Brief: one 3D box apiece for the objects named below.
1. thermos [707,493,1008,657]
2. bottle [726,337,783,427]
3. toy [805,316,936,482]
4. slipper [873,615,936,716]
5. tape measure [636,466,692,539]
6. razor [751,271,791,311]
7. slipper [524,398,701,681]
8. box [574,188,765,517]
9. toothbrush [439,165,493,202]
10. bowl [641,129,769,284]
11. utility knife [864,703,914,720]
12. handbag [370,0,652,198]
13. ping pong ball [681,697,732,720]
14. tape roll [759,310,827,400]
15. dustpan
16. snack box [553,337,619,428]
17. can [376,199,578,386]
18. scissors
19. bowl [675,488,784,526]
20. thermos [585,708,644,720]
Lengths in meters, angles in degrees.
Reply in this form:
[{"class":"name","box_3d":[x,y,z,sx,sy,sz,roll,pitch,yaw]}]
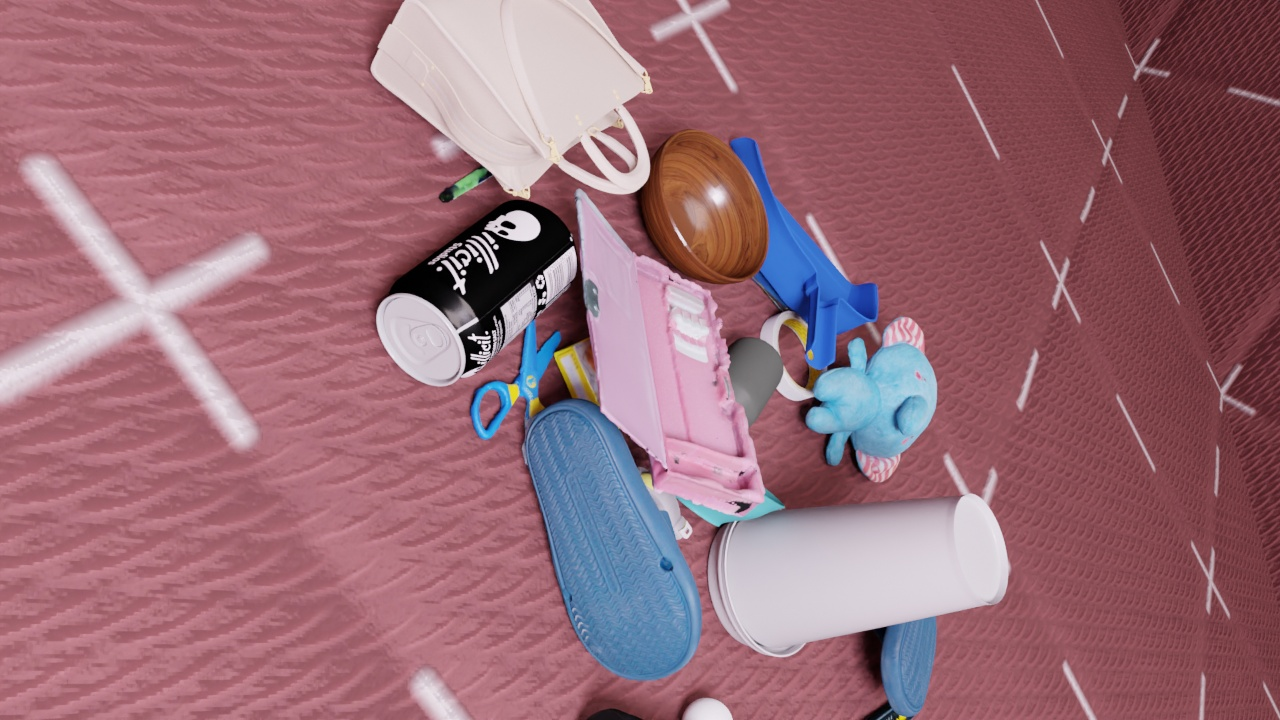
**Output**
[{"class":"thermos","box_3d":[0.174,0.169,0.750,0.131,0.222,0.131,20,60,-40]},{"class":"bottle","box_3d":[0.087,0.028,0.839,0.060,0.060,0.108,56,43,-15]},{"class":"toy","box_3d":[0.249,0.045,0.961,0.180,0.115,0.183,2,104,-44]},{"class":"slipper","box_3d":[0.263,0.269,0.931,0.104,0.059,0.213,64,29,-19]},{"class":"tape measure","box_3d":[0.002,0.116,0.710,0.065,0.064,0.016,55,43,-9]},{"class":"razor","box_3d":[0.113,-0.098,0.949,0.141,0.018,0.043,46,36,-26]},{"class":"slipper","box_3d":[-0.015,0.127,0.661,0.059,0.104,0.213,-22,93,-61]},{"class":"box","box_3d":[0.007,-0.005,0.698,0.180,0.051,0.232,34,33,-35]},{"class":"toothbrush","box_3d":[-0.104,-0.169,0.757,0.014,0.017,0.187,54,47,-11]},{"class":"bowl","box_3d":[0.047,-0.133,0.855,0.147,0.069,0.147,19,61,-40]},{"class":"utility knife","box_3d":[0.233,0.356,0.892,0.186,0.020,0.028,-7,82,-49]},{"class":"handbag","box_3d":[-0.072,-0.204,0.712,0.198,0.102,0.194,45,43,-5]},{"class":"ping pong ball","box_3d":[0.052,0.283,0.712,0.040,0.040,0.040,20,60,-40]},{"class":"tape roll","box_3d":[0.161,-0.005,0.962,0.094,0.019,0.094,20,61,-40]},{"class":"dustpan","box_3d":[0.172,-0.083,0.949,0.245,0.060,0.256,43,40,-27]},{"class":"snack box","box_3d":[-0.005,0.005,0.772,0.151,0.025,0.075,-27,94,-52]},{"class":"can","box_3d":[-0.110,-0.051,0.646,0.080,0.080,0.145,56,43,-14]},{"class":"scissors","box_3d":[-0.078,0.022,0.702,0.097,0.020,0.132,52,44,-25]},{"class":"bowl","box_3d":[0.058,0.104,0.769,0.121,0.121,0.046,35,92,-32]},{"class":"thermos","box_3d":[0.049,0.321,0.655,0.218,0.106,0.105,35,51,-26]}]
